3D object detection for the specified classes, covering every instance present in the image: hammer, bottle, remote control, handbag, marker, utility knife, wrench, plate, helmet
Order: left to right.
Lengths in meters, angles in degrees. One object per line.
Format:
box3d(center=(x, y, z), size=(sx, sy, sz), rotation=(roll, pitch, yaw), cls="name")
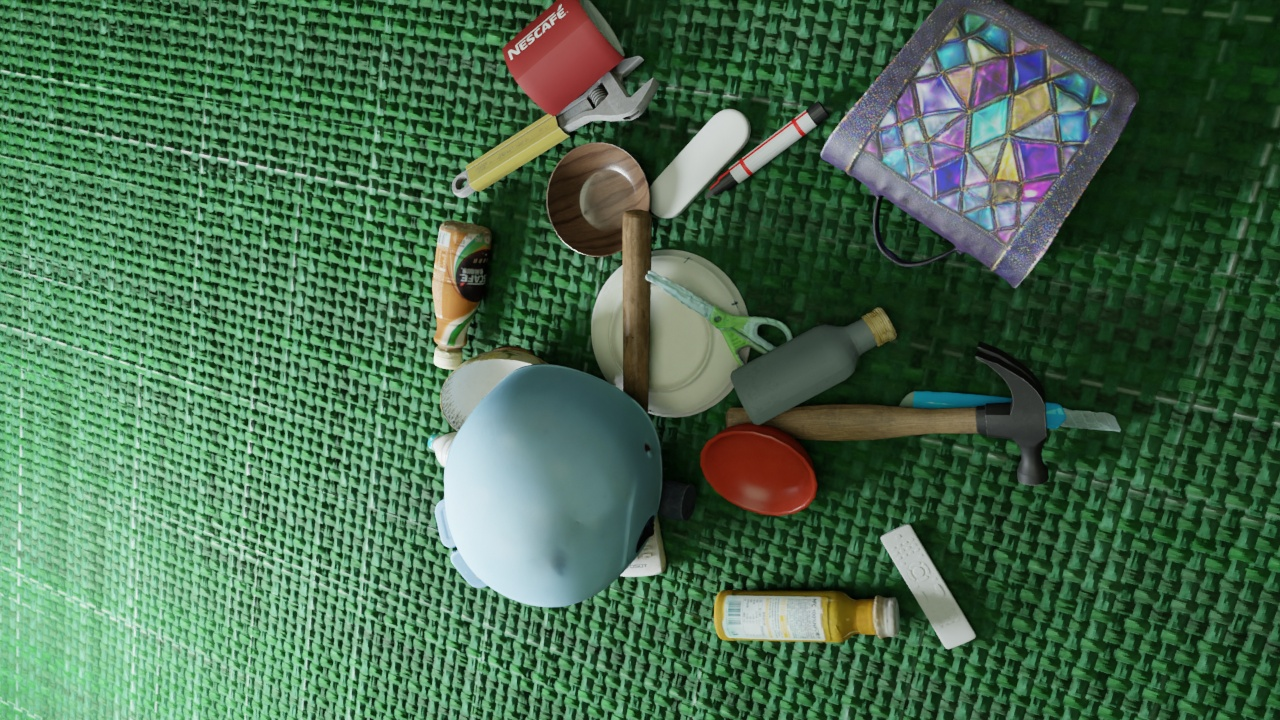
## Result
box3d(center=(-0.210, -0.073, 1.049), size=(0.059, 0.059, 0.167), rotation=(15, 104, 19), cls="bottle")
box3d(center=(-0.196, 0.116, 1.073), size=(0.136, 0.044, 0.044), rotation=(19, 105, 32), cls="bottle")
box3d(center=(-0.103, 0.145, 0.930), size=(0.226, 0.166, 0.266), rotation=(14, 121, 18), cls="helmet")
box3d(center=(-0.100, -0.243, 0.989), size=(0.274, 0.018, 0.083), rotation=(-26, 61, 24), cls="wrench")
box3d(center=(-0.011, 0.174, 1.028), size=(0.060, 0.025, 0.138), rotation=(-9, 95, 22), cls="remote control")
box3d(center=(-0.006, 0.006, 0.955), size=(0.129, 0.040, 0.322), rotation=(7, 105, 26), cls="hammer")
box3d(center=(0.025, -0.026, 0.978), size=(0.182, 0.034, 0.182), rotation=(3, 100, 21), cls="plate")
box3d(center=(0.059, -0.202, 0.948), size=(0.043, 0.013, 0.137), rotation=(48, 112, 8), cls="remote control")
box3d(center=(0.123, -0.206, 0.918), size=(0.146, 0.019, 0.019), rotation=(-35, 85, 22), cls="marker")
box3d(center=(0.172, 0.266, 0.956), size=(0.186, 0.053, 0.053), rotation=(-6, 96, 22), cls="bottle")
box3d(center=(0.171, 0.001, 0.901), size=(0.161, 0.072, 0.046), rotation=(-29, 117, 8), cls="bottle")
box3d(center=(0.230, 0.055, 0.900), size=(0.306, 0.040, 0.132), rotation=(-3, 110, 26), cls="hammer")
box3d(center=(0.290, 0.227, 0.925), size=(0.033, 0.012, 0.131), rotation=(-32, 86, 20), cls="remote control")
box3d(center=(0.286, -0.181, 0.802), size=(0.205, 0.125, 0.222), rotation=(38, 111, 12), cls="handbag")
box3d(center=(0.347, 0.050, 0.873), size=(0.198, 0.015, 0.031), rotation=(6, 105, 24), cls="utility knife")

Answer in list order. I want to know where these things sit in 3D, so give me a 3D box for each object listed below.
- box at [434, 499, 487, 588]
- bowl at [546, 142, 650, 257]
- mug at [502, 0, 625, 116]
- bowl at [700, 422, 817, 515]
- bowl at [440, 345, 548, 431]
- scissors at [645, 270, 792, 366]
box3d(center=(-0.145, 0.192, 1.078), size=(0.210, 0.039, 0.126), rotation=(-24, 88, 24), cls="box")
box3d(center=(-0.040, -0.171, 0.981), size=(0.119, 0.032, 0.119), rotation=(3, 100, 21), cls="bowl")
box3d(center=(-0.083, -0.328, 0.950), size=(0.097, 0.080, 0.116), rotation=(-34, 49, 18), cls="mug")
box3d(center=(0.124, 0.105, 0.940), size=(0.122, 0.035, 0.122), rotation=(15, 136, 15), cls="bowl")
box3d(center=(-0.145, 0.031, 1.022), size=(0.145, 0.063, 0.145), rotation=(0, 132, -1), cls="bowl")
box3d(center=(0.077, -0.043, 0.926), size=(0.174, 0.033, 0.065), rotation=(33, 108, -10), cls="scissors")
